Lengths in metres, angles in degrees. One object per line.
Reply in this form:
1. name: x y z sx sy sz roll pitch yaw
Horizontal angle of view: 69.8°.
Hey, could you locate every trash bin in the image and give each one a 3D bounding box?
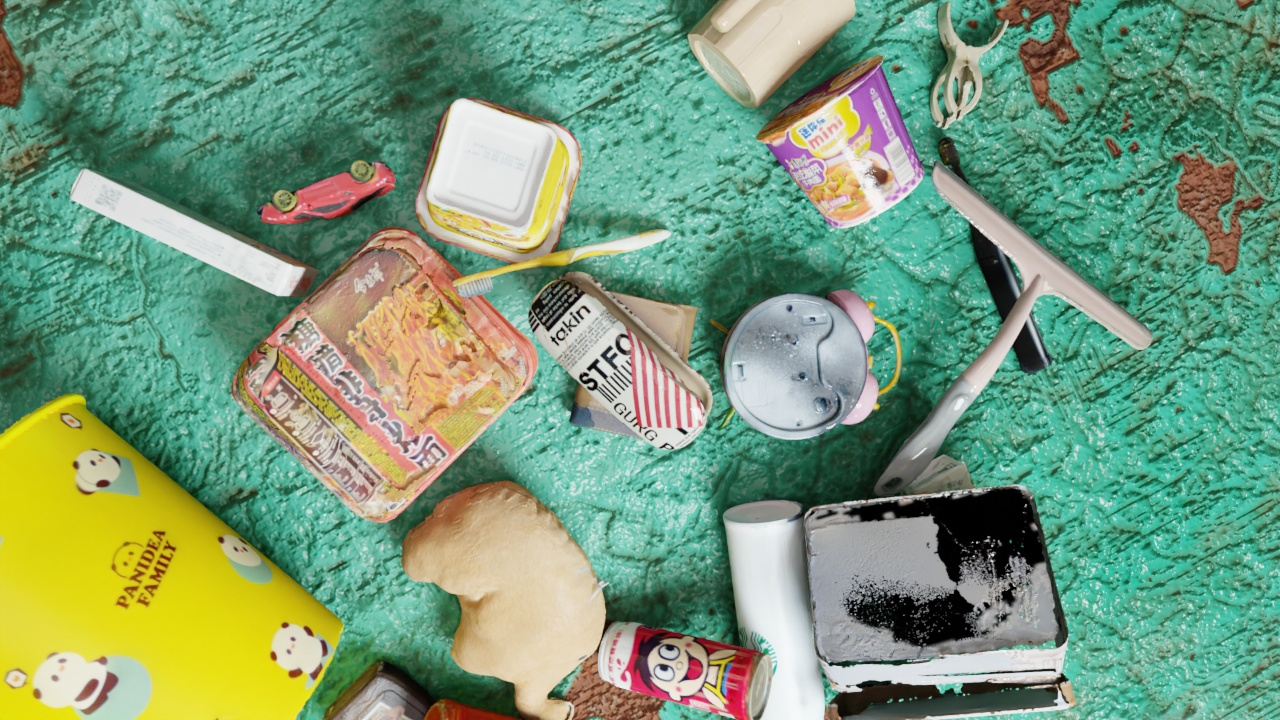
1. trash bin: -0.371 0.190 0.646 0.255 0.229 0.229 40 90 -13

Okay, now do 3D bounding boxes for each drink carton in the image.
1. drink carton: 0.269 0.148 0.784 0.053 0.045 0.122 -25 97 -4

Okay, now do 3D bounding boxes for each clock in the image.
1. clock: 0.139 0.001 0.752 0.158 0.060 0.117 -6 94 -3

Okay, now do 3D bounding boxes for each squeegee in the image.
1. squeegee: 0.270 0.012 0.746 0.247 0.040 0.249 34 93 -12

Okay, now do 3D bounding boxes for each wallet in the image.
1. wallet: -0.004 0.004 0.753 0.090 0.033 0.115 11 90 -5

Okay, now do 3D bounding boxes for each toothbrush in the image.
1. toothbrush: -0.055 -0.077 0.714 0.191 0.016 0.018 -17 88 -27
2. toothbrush: 0.296 -0.089 0.775 0.027 0.026 0.212 -31 99 -40

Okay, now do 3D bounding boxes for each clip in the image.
1. clip: 0.262 -0.242 0.756 0.061 0.034 0.097 14 89 -6

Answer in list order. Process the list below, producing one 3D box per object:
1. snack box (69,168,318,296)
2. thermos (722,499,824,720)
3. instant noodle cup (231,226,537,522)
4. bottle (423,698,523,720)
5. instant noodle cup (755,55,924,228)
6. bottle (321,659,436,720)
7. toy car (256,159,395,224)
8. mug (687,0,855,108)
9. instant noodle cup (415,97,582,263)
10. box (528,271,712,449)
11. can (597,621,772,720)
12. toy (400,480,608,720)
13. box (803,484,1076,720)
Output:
1. snack box: -0.327 -0.093 0.685 0.157 0.085 0.027 27 90 -7
2. thermos: 0.113 0.234 0.765 0.073 0.073 0.224 -8 96 -5
3. instant noodle cup: -0.192 0.008 0.710 0.189 0.079 0.164 -44 98 0
4. bottle: -0.078 0.328 0.746 0.206 0.060 0.060 25 92 -22
5. instant noodle cup: 0.162 -0.166 0.721 0.111 0.111 0.099 -36 107 -2
6. bottle: -0.172 0.339 0.759 0.079 0.044 0.195 -43 99 -8
7. toy car: -0.242 -0.126 0.709 0.106 0.049 0.031 -20 95 -5
8. mug: 0.097 -0.263 0.694 0.103 0.124 0.084 -45 79 1
9. instant noodle cup: -0.107 -0.137 0.683 0.116 0.123 0.116 17 92 -7
10. box: -0.014 -0.001 0.719 0.163 0.080 0.075 40 119 -3
11. can: 0.035 0.248 0.737 0.133 0.053 0.053 6 95 26
12. toy: -0.093 0.203 0.740 0.144 0.082 0.226 -24 99 18
13. box: 0.238 0.217 0.733 0.183 0.192 0.156 -8 54 15
